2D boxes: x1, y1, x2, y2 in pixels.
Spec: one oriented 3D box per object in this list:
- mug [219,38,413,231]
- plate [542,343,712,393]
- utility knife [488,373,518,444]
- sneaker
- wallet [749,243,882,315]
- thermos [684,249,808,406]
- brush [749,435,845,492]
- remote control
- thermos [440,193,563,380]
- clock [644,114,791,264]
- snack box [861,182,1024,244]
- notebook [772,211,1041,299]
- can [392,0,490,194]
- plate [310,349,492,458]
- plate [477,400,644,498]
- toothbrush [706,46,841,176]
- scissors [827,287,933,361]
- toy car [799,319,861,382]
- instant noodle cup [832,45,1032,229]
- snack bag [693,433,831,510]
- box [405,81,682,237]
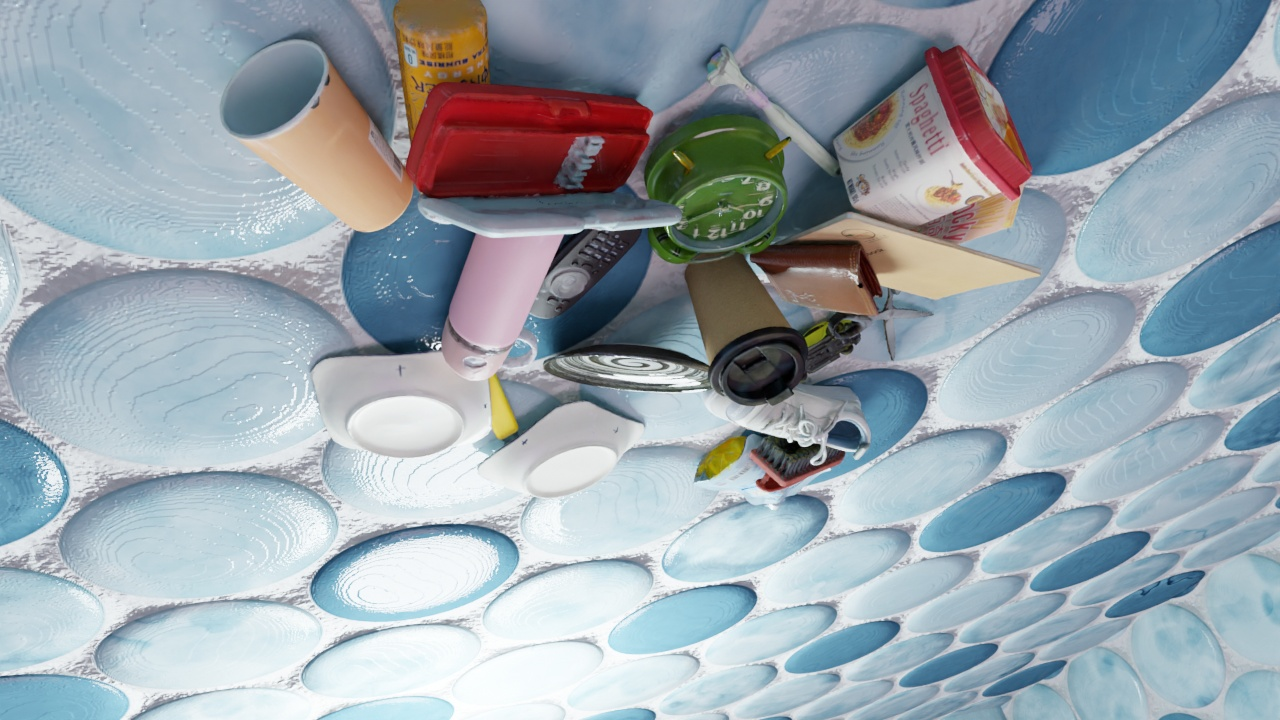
[{"bbox_3d":[-0.209,-0.144,0.619,0.078,0.078,0.123,-24,150,8],"label":"mug"},{"bbox_3d":[-0.005,0.005,0.900,0.179,0.024,0.179,6,168,1],"label":"plate"},{"bbox_3d":[-0.150,0.057,0.961,0.033,0.015,0.223,-13,145,-2],"label":"utility knife"},{"bbox_3d":[0.175,0.070,1.064,0.241,0.090,0.090,12,134,-35],"label":"sneaker"},{"bbox_3d":[0.166,-0.077,0.859,0.101,0.032,0.124,8,167,26],"label":"wallet"},{"bbox_3d":[0.091,-0.034,0.840,0.093,0.143,0.093,-12,143,-10],"label":"thermos"},{"bbox_3d":[0.204,0.122,1.154,0.145,0.063,0.069,-12,133,-40],"label":"brush"},{"bbox_3d":[-0.053,-0.086,0.806,0.053,0.024,0.137,18,132,-42],"label":"remote control"},{"bbox_3d":[-0.109,-0.061,0.773,0.087,0.067,0.199,13,134,-17],"label":"thermos"},{"bbox_3d":[0.063,-0.131,0.762,0.116,0.056,0.161,-7,152,-7],"label":"clock"},{"bbox_3d":[0.290,-0.142,0.887,0.157,0.026,0.084,-18,145,-1],"label":"snack box"},{"bbox_3d":[0.236,-0.091,0.846,0.207,0.008,0.148,12,170,-21],"label":"notebook"},{"bbox_3d":[-0.131,-0.174,0.624,0.058,0.058,0.146,-10,144,-13],"label":"can"},{"bbox_3d":[-0.227,0.052,0.889,0.164,0.034,0.164,-4,143,-8],"label":"plate"},{"bbox_3d":[-0.083,0.114,1.039,0.164,0.034,0.164,-36,147,20],"label":"plate"},{"bbox_3d":[0.115,-0.194,0.745,0.189,0.020,0.029,24,94,-46],"label":"toothbrush"},{"bbox_3d":[0.265,-0.049,0.987,0.159,0.014,0.181,-27,139,-17],"label":"scissors"},{"bbox_3d":[0.191,-0.014,1.005,0.105,0.032,0.048,-33,141,7],"label":"toy car"},{"bbox_3d":[0.237,-0.173,0.759,0.124,0.116,0.116,-28,146,34],"label":"instant noodle cup"},{"bbox_3d":[0.161,0.149,1.208,0.190,0.039,0.110,23,116,-43],"label":"snack bag"},{"bbox_3d":[-0.052,-0.124,0.631,0.201,0.100,0.096,-14,141,-49],"label":"box"}]
